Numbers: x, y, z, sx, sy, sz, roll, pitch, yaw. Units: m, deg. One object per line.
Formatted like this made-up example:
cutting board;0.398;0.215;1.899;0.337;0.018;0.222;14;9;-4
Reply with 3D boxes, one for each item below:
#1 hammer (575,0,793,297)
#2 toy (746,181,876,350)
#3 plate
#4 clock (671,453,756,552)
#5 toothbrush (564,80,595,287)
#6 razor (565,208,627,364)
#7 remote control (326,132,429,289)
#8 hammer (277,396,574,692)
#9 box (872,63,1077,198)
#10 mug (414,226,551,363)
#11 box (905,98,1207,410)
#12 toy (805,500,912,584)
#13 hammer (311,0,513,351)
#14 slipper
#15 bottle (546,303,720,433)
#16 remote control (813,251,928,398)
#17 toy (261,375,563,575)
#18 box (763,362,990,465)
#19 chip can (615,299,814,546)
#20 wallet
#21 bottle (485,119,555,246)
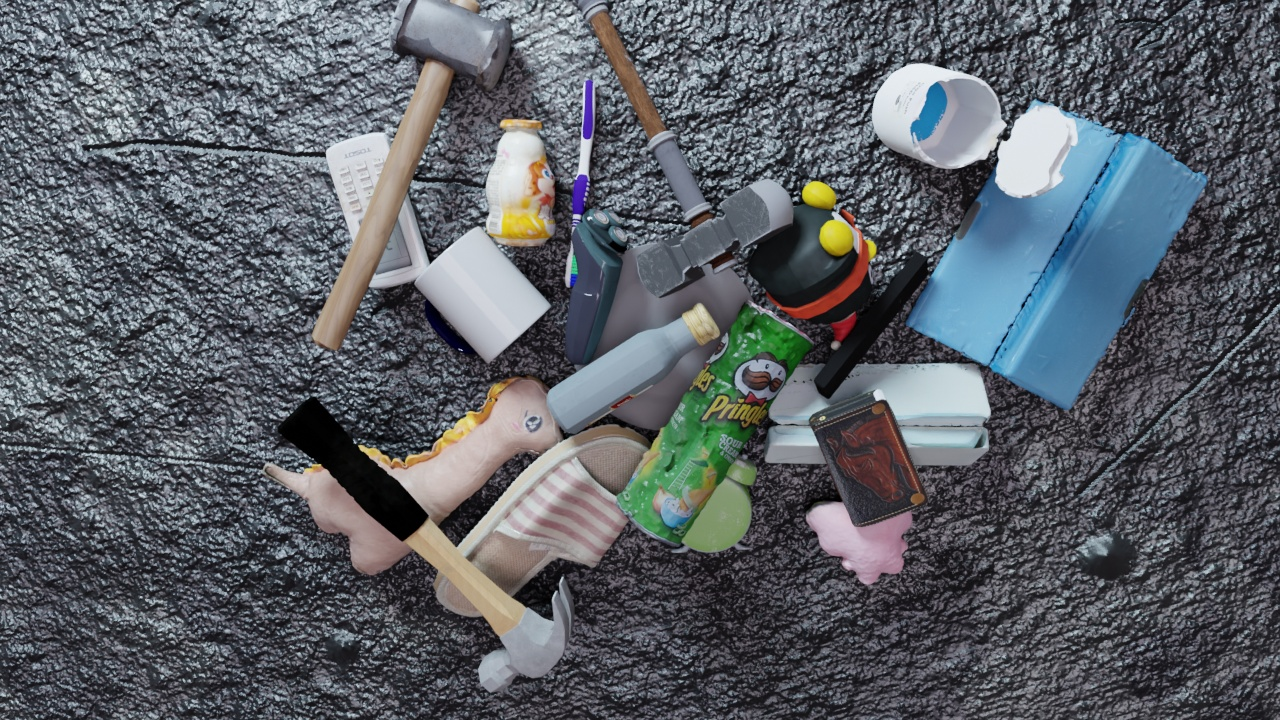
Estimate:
hammer;0.001;-0.222;0.788;0.156;0.043;0.322;-28;87;35
toy;0.158;-0.078;0.804;0.100;0.097;0.119;-34;129;23
plate;0.023;-0.021;0.862;0.178;0.012;0.178;1;102;3
clock;0.066;0.133;0.878;0.094;0.042;0.119;-5;101;3
toothbrush;-0.053;-0.159;0.836;0.016;0.015;0.187;7;102;0
razor;-0.045;-0.065;0.829;0.052;0.047;0.143;22;109;27
remote control;-0.241;-0.137;0.845;0.060;0.025;0.138;-14;101;6
hammer;-0.192;0.163;0.830;0.131;0.039;0.328;-38;101;25
box;0.265;-0.190;0.743;0.118;0.159;0.085;24;108;-13
mug;-0.152;-0.051;0.840;0.097;0.078;0.112;48;128;-7
box;0.365;-0.090;0.802;0.173;0.066;0.232;26;100;0
toy;0.218;0.163;0.872;0.102;0.050;0.093;-22;97;4
hammer;-0.212;-0.162;0.802;0.098;0.052;0.328;22;93;-2
slipper;-0.089;0.166;0.873;0.263;0.052;0.115;-42;126;14
bottle;-0.005;0.005;0.825;0.161;0.072;0.046;-32;93;9
remote control;0.207;-0.031;0.820;0.013;0.034;0.150;37;85;27
toy;-0.208;0.089;0.874;0.264;0.065;0.196;-44;101;9
box;0.214;0.043;0.850;0.199;0.086;0.096;-1;72;2
chip can;0.063;0.057;0.816;0.075;0.075;0.223;33;92;-4
wallet;0.201;0.088;0.809;0.072;0.019;0.123;-23;116;11
bottle;-0.106;-0.157;0.814;0.063;0.063;0.108;2;103;3
